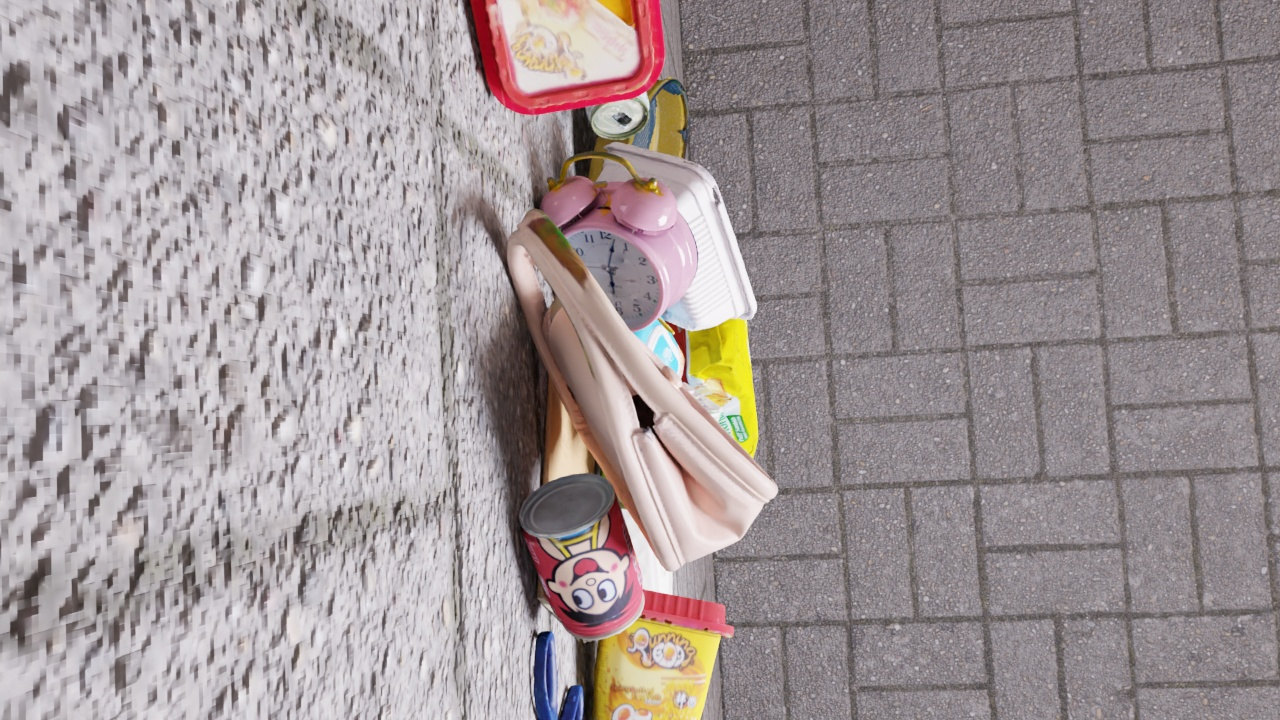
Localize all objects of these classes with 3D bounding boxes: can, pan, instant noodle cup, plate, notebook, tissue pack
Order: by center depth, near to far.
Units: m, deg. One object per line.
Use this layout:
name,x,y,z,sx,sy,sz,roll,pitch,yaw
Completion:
instant noodle cup,-0.051,-0.237,0.606,0.124,0.116,0.117,-105,-174,-57
can,-0.037,0.132,0.613,0.066,0.066,0.094,-81,158,-62
notebook,-0.057,0.105,0.738,0.149,0.012,0.211,71,17,-61
instant noodle cup,0.009,0.261,0.776,0.116,0.116,0.123,118,-17,-73
instant noodle cup,0.021,-0.099,0.817,0.060,0.138,0.173,-45,135,-19
tissue pack,-0.005,0.005,0.852,0.140,0.063,0.089,59,46,-55
can,-0.031,-0.281,0.862,0.058,0.058,0.146,72,5,-63
pan,-0.011,-0.121,0.942,0.198,0.078,0.356,59,50,-69
plate,0.006,0.220,1.059,0.204,0.045,0.205,-2,89,-83

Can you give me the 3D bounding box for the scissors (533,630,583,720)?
scissors,-0.060,0.265,0.627,0.173,0.012,0.162,-66,152,-73

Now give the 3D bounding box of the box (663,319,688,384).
box,-0.001,0.015,1.064,0.098,0.095,0.202,40,-34,48

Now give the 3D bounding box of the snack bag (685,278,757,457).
snack bag,0.089,0.007,1.015,0.247,0.068,0.157,75,12,-55

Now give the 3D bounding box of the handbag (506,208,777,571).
handbag,-0.019,0.005,0.597,0.234,0.093,0.193,59,-6,-37

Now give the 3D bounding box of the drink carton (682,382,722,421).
drink carton,0.012,0.052,0.791,0.122,0.053,0.046,-8,123,-48

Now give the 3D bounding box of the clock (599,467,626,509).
clock,0.016,0.106,0.841,0.161,0.116,0.056,177,-85,-81

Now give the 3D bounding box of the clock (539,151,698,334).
clock,-0.020,-0.093,0.727,0.059,0.117,0.159,-56,146,-46
